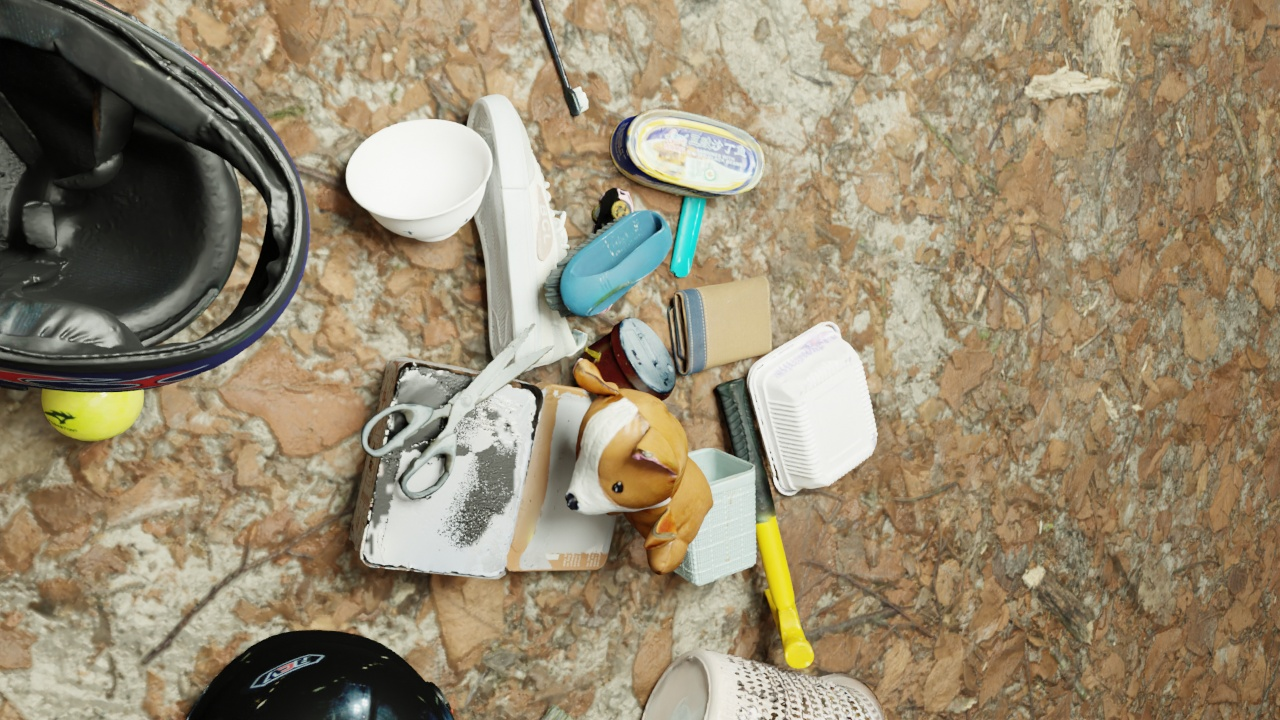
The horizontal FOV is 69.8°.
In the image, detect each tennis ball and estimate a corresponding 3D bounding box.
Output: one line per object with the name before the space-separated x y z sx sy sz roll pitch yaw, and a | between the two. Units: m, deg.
tennis ball | -0.400 0.027 0.672 0.065 0.065 0.065 -4 98 -29

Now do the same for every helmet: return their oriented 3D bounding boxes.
helmet | -0.246 0.351 0.723 0.233 0.231 0.274 -19 86 -29
helmet | -0.367 -0.103 0.567 0.315 0.241 0.247 20 85 -19

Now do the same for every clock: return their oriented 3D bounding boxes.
clock | -0.005 0.005 0.883 0.082 0.055 0.121 61 25 8

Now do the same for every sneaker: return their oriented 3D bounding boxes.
sneaker | -0.094 -0.113 0.816 0.090 0.090 0.242 -13 103 -31

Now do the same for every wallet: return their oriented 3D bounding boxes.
wallet | 0.086 -0.038 0.963 0.115 0.033 0.090 -14 106 -29

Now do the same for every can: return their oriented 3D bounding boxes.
can | 0.047 -0.200 0.895 0.148 0.049 0.074 9 93 -21

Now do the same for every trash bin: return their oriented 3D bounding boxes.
trash bin | 0.112 0.402 0.945 0.192 0.228 0.227 29 82 -17

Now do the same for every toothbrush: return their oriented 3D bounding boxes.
toothbrush | -0.086 -0.313 0.837 0.018 0.016 0.181 -33 112 -29

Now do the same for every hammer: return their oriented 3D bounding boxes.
hammer | 0.131 0.168 0.982 0.033 0.128 0.300 -14 93 2

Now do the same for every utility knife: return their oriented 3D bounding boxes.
utility knife | 0.053 -0.160 0.938 0.029 0.013 0.151 10 94 -28

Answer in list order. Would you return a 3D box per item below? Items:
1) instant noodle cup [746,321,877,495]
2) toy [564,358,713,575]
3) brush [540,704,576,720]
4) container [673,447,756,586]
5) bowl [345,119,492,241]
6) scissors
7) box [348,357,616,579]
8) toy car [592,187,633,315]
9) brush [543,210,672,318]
instant noodle cup | 0.200 0.060 1.013 0.137 0.060 0.173 -30 116 -24
toy | -0.008 0.096 0.791 0.130 0.140 0.200 -36 147 -18
brush | -0.066 0.410 0.915 0.072 0.063 0.145 -49 116 -27
container | 0.064 0.161 0.944 0.089 0.090 0.111 -12 105 -28
bowl | -0.180 -0.139 0.769 0.118 0.118 0.065 -33 150 -22
scissors | -0.150 0.033 0.748 0.156 0.014 0.168 11 90 -24
box | -0.116 0.102 0.836 0.260 0.105 0.178 13 89 -25
toy car | -0.030 -0.103 0.873 0.037 0.056 0.122 13 90 -27
brush | -0.018 -0.086 0.790 0.143 0.074 0.055 -43 118 -39
